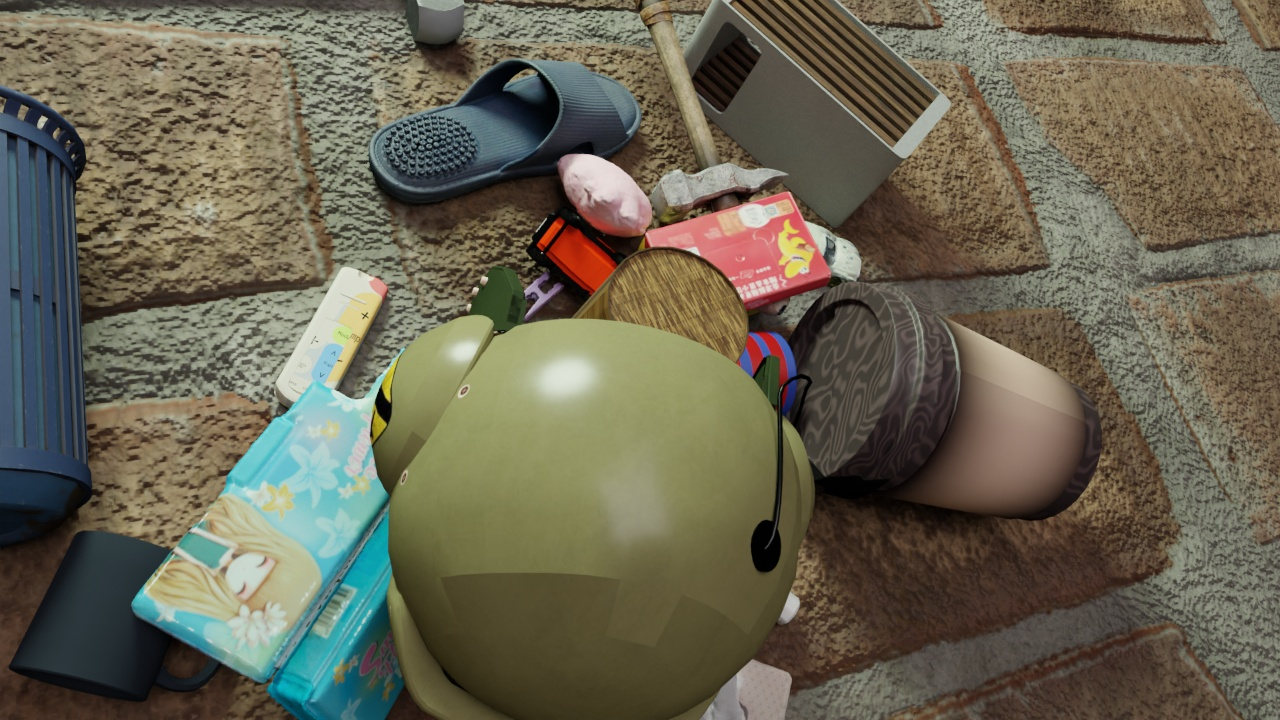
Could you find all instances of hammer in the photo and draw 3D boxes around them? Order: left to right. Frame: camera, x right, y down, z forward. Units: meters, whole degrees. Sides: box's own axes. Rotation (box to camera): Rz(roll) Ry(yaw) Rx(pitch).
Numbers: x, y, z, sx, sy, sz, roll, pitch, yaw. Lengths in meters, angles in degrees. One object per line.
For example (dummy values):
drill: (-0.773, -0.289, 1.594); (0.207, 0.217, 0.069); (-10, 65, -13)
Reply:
hammer: (-0.321, -0.330, 0.781); (0.321, 0.043, 0.156); (-12, 70, -25)
hammer: (0.029, -0.281, 0.840); (0.121, 0.049, 0.318); (-18, 85, -15)

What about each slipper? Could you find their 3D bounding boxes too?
slipper: (-0.106, -0.213, 0.784); (0.262, 0.083, 0.101); (-25, 74, -30)

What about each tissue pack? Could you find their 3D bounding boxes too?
tissue pack: (0.014, 0.223, 0.619); (0.181, 0.071, 0.103); (23, 66, -9)

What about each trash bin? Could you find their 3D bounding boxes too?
trash bin: (-0.398, -0.022, 0.534); (0.139, 0.140, 0.249); (-6, 69, -25)
trash bin: (0.163, -0.265, 0.901); (0.229, 0.115, 0.114); (42, 57, 2)

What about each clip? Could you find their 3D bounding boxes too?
clip: (-0.087, -0.056, 0.754); (0.053, 0.013, 0.037); (-28, 78, -34)

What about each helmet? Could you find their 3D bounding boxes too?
helmet: (-0.033, 0.091, 0.505); (0.250, 0.256, 0.232); (17, 58, -15)

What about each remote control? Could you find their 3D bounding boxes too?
remote control: (-0.225, -0.017, 0.673); (0.038, 0.018, 0.125); (24, 56, -10)

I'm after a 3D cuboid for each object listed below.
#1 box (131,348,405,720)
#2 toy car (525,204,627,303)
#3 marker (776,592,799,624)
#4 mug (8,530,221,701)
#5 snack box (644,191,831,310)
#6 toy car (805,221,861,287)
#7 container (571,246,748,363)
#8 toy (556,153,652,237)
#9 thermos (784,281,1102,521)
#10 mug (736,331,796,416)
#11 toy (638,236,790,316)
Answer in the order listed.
box: (-0.165, 0.104, 0.572); (0.172, 0.084, 0.226); (49, 51, -27)
toy car: (-0.042, -0.080, 0.759); (0.100, 0.051, 0.048); (40, 12, 2)
marker: (0.067, 0.155, 0.704); (0.126, 0.025, 0.025); (39, 57, -1)
mug: (-0.292, 0.155, 0.534); (0.105, 0.071, 0.077); (32, 54, -31)
snack box: (0.080, -0.084, 0.762); (0.133, 0.021, 0.089); (-17, 67, -10)
toy car: (0.166, -0.107, 0.873); (0.105, 0.033, 0.047); (21, 57, -13)
container: (-0.004, 0.004, 0.665); (0.132, 0.168, 0.132); (9, 62, -18)
toy: (-0.026, -0.134, 0.771); (0.099, 0.053, 0.095); (36, 11, -21)
thermos: (0.246, 0.046, 0.757); (0.226, 0.173, 0.172); (17, 59, -21)
mug: (0.069, 0.003, 0.761); (0.076, 0.075, 0.112); (-3, 39, -24)
toy: (0.065, -0.082, 0.807); (0.137, 0.067, 0.105); (11, 58, -3)
